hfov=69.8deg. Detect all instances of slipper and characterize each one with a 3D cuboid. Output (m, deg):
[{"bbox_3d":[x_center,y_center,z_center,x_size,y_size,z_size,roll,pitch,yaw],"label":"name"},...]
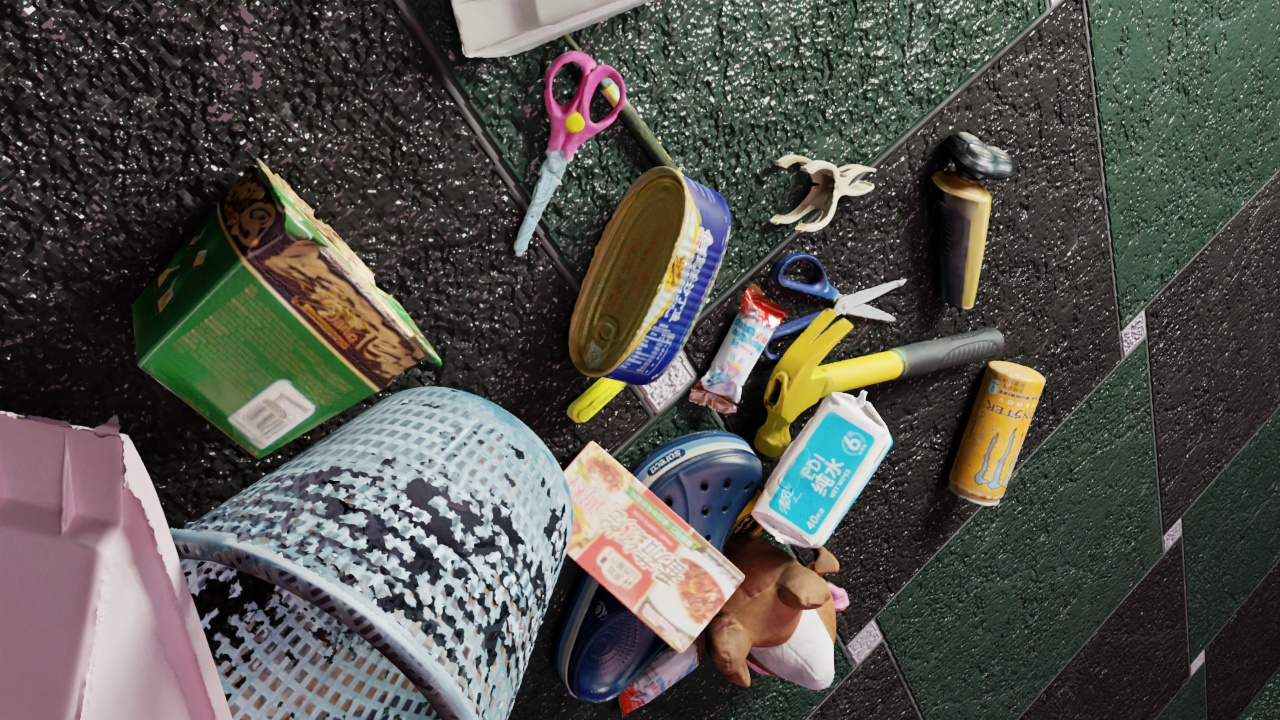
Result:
[{"bbox_3d":[0.015,0.173,0.730,0.105,0.095,0.253,24,100,-43],"label":"slipper"}]

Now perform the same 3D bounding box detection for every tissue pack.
[{"bbox_3d":[0.149,0.090,0.745,0.140,0.063,0.090,-57,160,1],"label":"tissue pack"}]

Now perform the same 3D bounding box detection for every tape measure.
[{"bbox_3d":[0.084,0.135,0.801,0.057,0.029,0.060,17,118,-44],"label":"tape measure"}]

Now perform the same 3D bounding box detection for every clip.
[{"bbox_3d":[0.140,-0.124,0.714,0.102,0.035,0.094,10,102,-47],"label":"clip"}]

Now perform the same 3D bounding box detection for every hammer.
[{"bbox_3d":[0.230,0.003,0.835,0.300,0.033,0.129,-10,128,-34],"label":"hammer"}]

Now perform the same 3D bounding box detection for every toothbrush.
[{"bbox_3d":[-0.012,-0.169,0.594,0.017,0.012,0.186,-56,132,-14],"label":"toothbrush"}]

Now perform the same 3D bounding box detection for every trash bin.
[{"bbox_3d":[-0.140,0.123,0.502,0.194,0.227,0.227,-58,148,-54],"label":"trash bin"}]

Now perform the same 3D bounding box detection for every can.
[{"bbox_3d":[0.372,0.076,0.962,0.058,0.058,0.146,-1,112,-36],"label":"can"},{"bbox_3d":[0.005,-0.054,0.622,0.049,0.075,0.148,14,104,-43],"label":"can"}]

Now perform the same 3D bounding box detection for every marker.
[{"bbox_3d":[-0.004,0.004,0.682,0.124,0.015,0.018,-40,132,-16],"label":"marker"}]

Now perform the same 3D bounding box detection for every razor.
[{"bbox_3d":[0.290,-0.118,0.813,0.067,0.062,0.168,-9,127,1],"label":"razor"}]

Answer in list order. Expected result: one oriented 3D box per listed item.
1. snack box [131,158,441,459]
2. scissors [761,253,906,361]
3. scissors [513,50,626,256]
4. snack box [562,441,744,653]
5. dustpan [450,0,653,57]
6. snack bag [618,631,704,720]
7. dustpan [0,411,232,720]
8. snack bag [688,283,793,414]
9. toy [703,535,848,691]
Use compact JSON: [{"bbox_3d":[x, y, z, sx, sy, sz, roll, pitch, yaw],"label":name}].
[{"bbox_3d":[-0.190,-0.020,0.472,0.105,0.117,0.118,-43,127,-6],"label":"snack box"},{"bbox_3d":[0.162,-0.041,0.783,0.155,0.012,0.166,-54,131,-3],"label":"scissors"},{"bbox_3d":[-0.053,-0.126,0.578,0.054,0.017,0.133,18,108,-23],"label":"scissors"},{"bbox_3d":[-0.004,0.137,0.677,0.153,0.025,0.075,42,83,2],"label":"snack box"},{"bbox_3d":[0.001,-0.320,0.522,0.258,0.142,0.223,-12,119,0],"label":"dustpan"},{"bbox_3d":[0.019,0.283,0.830,0.104,0.026,0.048,-27,137,-23],"label":"snack bag"},{"bbox_3d":[-0.290,0.135,0.444,0.138,0.223,0.273,-6,106,-73],"label":"dustpan"},{"bbox_3d":[0.079,-0.007,0.728,0.045,0.026,0.105,23,100,-26],"label":"snack bag"},{"bbox_3d":[0.127,0.233,0.819,0.140,0.130,0.199,-34,150,1],"label":"toy"}]
